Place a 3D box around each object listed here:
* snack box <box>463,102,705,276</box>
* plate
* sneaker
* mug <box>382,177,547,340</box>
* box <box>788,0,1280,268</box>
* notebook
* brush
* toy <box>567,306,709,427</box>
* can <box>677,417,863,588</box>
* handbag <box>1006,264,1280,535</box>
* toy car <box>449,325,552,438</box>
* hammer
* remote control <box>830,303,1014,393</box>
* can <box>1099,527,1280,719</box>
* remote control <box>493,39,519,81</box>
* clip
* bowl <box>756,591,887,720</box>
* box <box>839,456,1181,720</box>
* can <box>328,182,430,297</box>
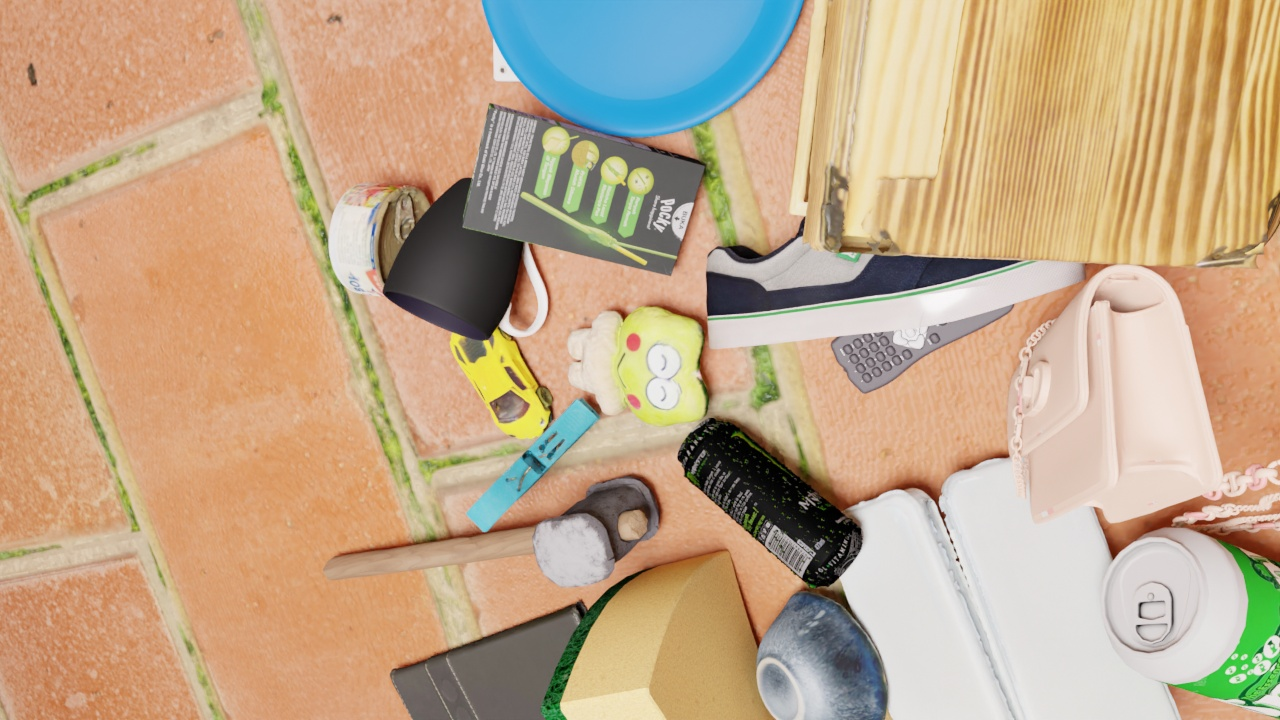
[{"bbox_3d":[-0.039,-0.114,0.624,0.147,0.025,0.080,12,110,-15],"label":"snack box"},{"bbox_3d":[0.000,-0.264,0.607,0.224,0.024,0.224,4,105,14],"label":"plate"},{"bbox_3d":[0.147,-0.059,0.575,0.236,0.084,0.079,-7,94,29],"label":"sneaker"},{"bbox_3d":[-0.115,-0.069,0.675,0.118,0.085,0.100,29,77,-28],"label":"mug"},{"bbox_3d":[0.214,-0.191,0.453,0.259,0.220,0.279,9,104,16],"label":"box"},{"bbox_3d":[-0.101,0.313,0.795,0.209,0.029,0.169,-25,93,25],"label":"notebook"},{"bbox_3d":[0.042,0.278,0.640,0.075,0.194,0.250,-19,96,23],"label":"brush"},{"bbox_3d":[-0.004,0.004,0.671,0.115,0.046,0.092,5,111,27],"label":"toy"},{"bbox_3d":[0.089,0.097,0.638,0.138,0.053,0.054,40,114,26],"label":"can"},{"bbox_3d":[0.308,0.028,0.512,0.187,0.199,0.116,-1,73,8],"label":"handbag"},{"bbox_3d":[-0.108,0.015,0.720,0.049,0.030,0.107,-32,93,23],"label":"toy car"},{"bbox_3d":[-0.139,0.153,0.742,0.329,0.097,0.052,-14,96,29],"label":"hammer"},{"bbox_3d":[0.188,-0.024,0.612,0.125,0.009,0.046,-34,90,24],"label":"remote control"},{"bbox_3d":[0.349,0.155,0.533,0.140,0.087,0.088,20,112,-15],"label":"can"},{"bbox_3d":[-0.080,-0.267,0.647,0.050,0.011,0.136,6,106,18],"label":"remote control"},{"bbox_3d":[-0.087,0.086,0.714,0.033,0.119,0.120,43,69,4],"label":"clip"},{"bbox_3d":[0.118,0.225,0.649,0.110,0.055,0.110,28,123,53],"label":"bowl"},{"bbox_3d":[0.225,0.175,0.591,0.186,0.084,0.210,-24,74,28],"label":"box"},{"bbox_3d":[-0.192,-0.090,0.692,0.043,0.086,0.086,9,106,18],"label":"can"}]
